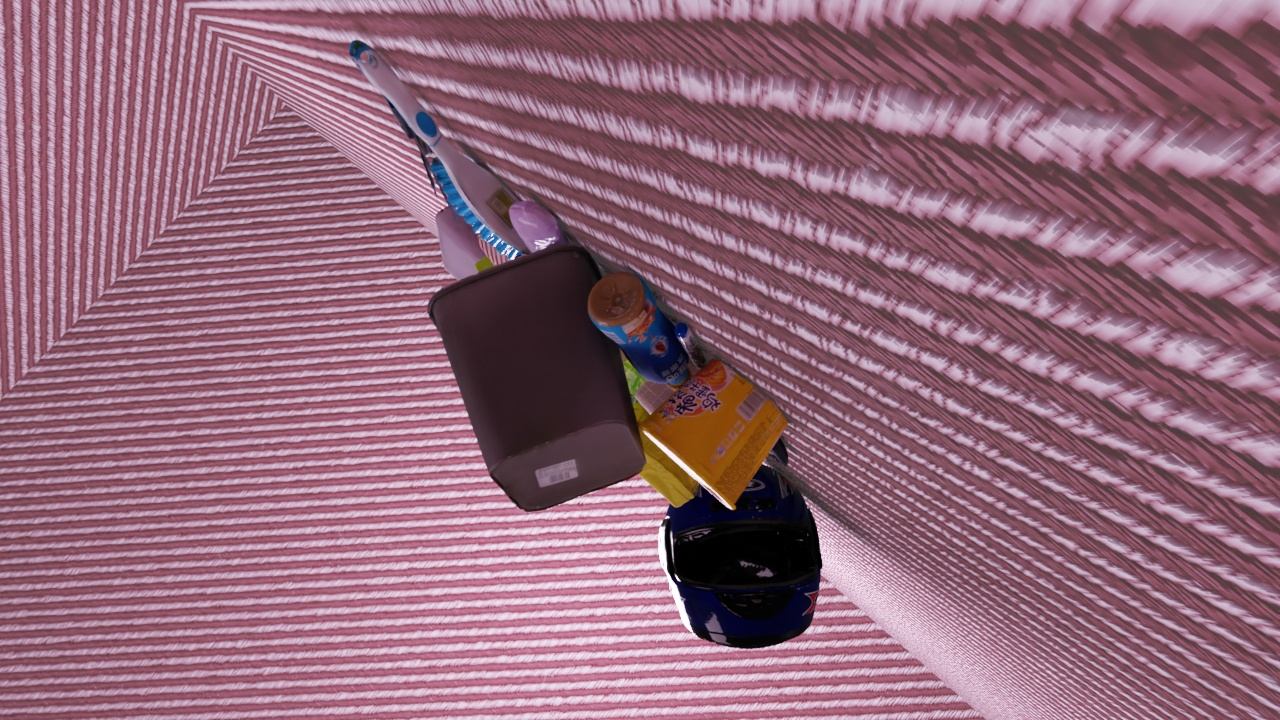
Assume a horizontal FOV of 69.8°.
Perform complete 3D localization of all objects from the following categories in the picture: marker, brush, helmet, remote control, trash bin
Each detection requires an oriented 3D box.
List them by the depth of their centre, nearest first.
[{"bbox_3d":[0.059,-0.009,0.989,0.017,0.017,0.146,40,174,24],"label":"marker"},{"bbox_3d":[-0.105,0.028,1.018,0.199,0.198,0.219,67,-176,-60],"label":"trash bin"},{"bbox_3d":[-0.217,-0.229,1.037,0.314,0.060,0.109,46,168,-27],"label":"brush"},{"bbox_3d":[0.142,0.084,1.093,0.053,0.024,0.136,34,172,45],"label":"remote control"},{"bbox_3d":[0.150,0.274,1.384,0.315,0.247,0.240,19,-115,-89],"label":"helmet"}]

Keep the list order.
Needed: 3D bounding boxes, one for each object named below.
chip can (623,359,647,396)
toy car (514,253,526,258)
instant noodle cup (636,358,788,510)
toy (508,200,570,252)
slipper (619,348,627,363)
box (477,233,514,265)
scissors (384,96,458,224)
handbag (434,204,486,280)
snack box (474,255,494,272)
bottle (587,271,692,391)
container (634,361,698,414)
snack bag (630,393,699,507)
[{"bbox_3d":[-0.008,0.008,1.304,0.221,0.072,0.072,39,174,25],"label":"chip can"},{"bbox_3d":[-0.095,-0.096,1.096,0.122,0.037,0.056,18,171,-23],"label":"toy car"},{"bbox_3d":[0.081,0.072,0.975,0.138,0.109,0.138,41,175,4],"label":"instant noodle cup"},{"bbox_3d":[-0.107,-0.140,1.009,0.084,0.039,0.108,21,164,19],"label":"toy"},{"bbox_3d":[-0.066,-0.046,1.218,0.081,0.091,0.190,47,176,-28],"label":"slipper"},{"bbox_3d":[-0.144,-0.143,1.273,0.163,0.080,0.075,45,143,-17],"label":"box"},{"bbox_3d":[-0.265,-0.248,1.119,0.181,0.014,0.159,63,-177,-17],"label":"scissors"},{"bbox_3d":[-0.239,-0.158,1.499,0.197,0.098,0.145,41,159,25],"label":"handbag"},{"bbox_3d":[-0.176,-0.123,1.377,0.026,0.086,0.156,57,-177,30],"label":"snack box"},{"bbox_3d":[0.013,-0.019,0.986,0.065,0.065,0.218,39,175,32],"label":"bottle"},{"bbox_3d":[0.061,0.059,1.138,0.090,0.090,0.111,46,176,-40],"label":"container"},{"bbox_3d":[0.042,0.103,1.374,0.158,0.068,0.245,43,-155,-6],"label":"snack bag"}]
